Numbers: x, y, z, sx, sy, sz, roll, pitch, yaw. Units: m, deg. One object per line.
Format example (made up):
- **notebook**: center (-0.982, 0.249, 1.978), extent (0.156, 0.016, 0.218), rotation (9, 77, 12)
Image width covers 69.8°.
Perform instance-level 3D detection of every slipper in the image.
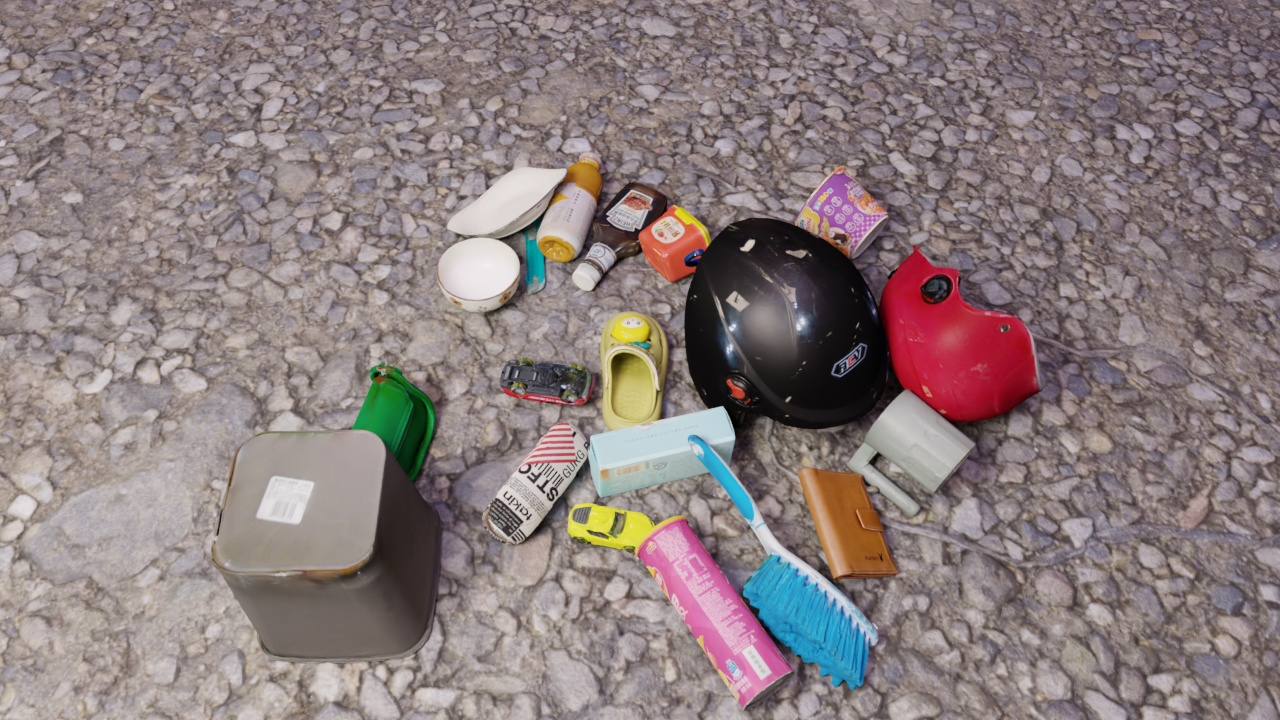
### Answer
- **slipper**: center (-0.007, 0.007, 1.187), extent (0.091, 0.082, 0.190), rotation (3, 58, -3)

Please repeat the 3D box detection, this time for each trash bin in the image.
- **trash bin**: center (-0.330, 0.192, 0.970), extent (0.198, 0.220, 0.198), rotation (-1, 57, -2)

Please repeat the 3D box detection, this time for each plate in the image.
- **plate**: center (-0.189, -0.223, 1.335), extent (0.163, 0.034, 0.164), rotation (-45, 35, -22)

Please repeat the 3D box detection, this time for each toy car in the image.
- **toy car**: center (-0.034, 0.195, 1.086), extent (0.105, 0.032, 0.048), rotation (11, 56, 4)
- **toy car**: center (-0.120, 0.030, 1.189), extent (0.120, 0.045, 0.052), rotation (7, 58, 10)

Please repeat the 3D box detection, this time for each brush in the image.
- **brush**: center (0.143, 0.220, 1.027), extent (0.314, 0.061, 0.109), rotation (42, 56, 7)

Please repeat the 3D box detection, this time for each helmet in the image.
- **helmet**: center (0.378, -0.020, 1.155), extent (0.144, 0.207, 0.240), rotation (-42, 57, 7)
- **helmet**: center (0.177, -0.044, 1.133), extent (0.233, 0.230, 0.275), rotation (-34, 48, -20)

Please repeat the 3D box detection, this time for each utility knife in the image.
- **utility knife**: center (-0.160, -0.186, 1.354), extent (0.029, 0.013, 0.221), rotation (-5, 56, -5)

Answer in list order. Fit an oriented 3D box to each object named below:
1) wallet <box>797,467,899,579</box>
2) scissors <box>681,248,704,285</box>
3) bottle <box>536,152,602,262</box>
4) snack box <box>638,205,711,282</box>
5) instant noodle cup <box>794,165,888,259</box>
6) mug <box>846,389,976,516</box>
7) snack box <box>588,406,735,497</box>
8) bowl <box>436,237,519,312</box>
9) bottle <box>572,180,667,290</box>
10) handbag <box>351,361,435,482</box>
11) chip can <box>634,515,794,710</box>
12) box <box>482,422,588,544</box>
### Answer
- **wallet**: center (0.246, 0.191, 1.075), extent (0.119, 0.035, 0.130), rotation (7, 54, -36)
- **scissors**: center (0.105, -0.139, 1.243), extent (0.163, 0.175, 0.012), rotation (-28, 80, 27)
- **bottle**: center (-0.098, -0.231, 1.354), extent (0.068, 0.068, 0.189), rotation (12, 56, 7)
- **snack box**: center (0.050, -0.162, 1.303), extent (0.080, 0.082, 0.091), rotation (-33, 46, -9)
- **instant noodle cup**: center (0.295, -0.207, 1.328), extent (0.111, 0.112, 0.099), rotation (-39, 73, -24)
- **mug**: center (0.326, 0.114, 1.111), extent (0.103, 0.124, 0.083), rotation (40, 22, 21)
- **snack box**: center (0.026, 0.112, 1.118), extent (0.174, 0.074, 0.051), rotation (-12, 57, -9)
- **bowl**: center (-0.222, -0.109, 1.271), extent (0.113, 0.062, 0.113), rotation (1, 55, -2)
- **bottle**: center (-0.034, -0.179, 1.336), extent (0.080, 0.044, 0.194), rotation (27, 60, 14)
- **handbag**: center (-0.304, 0.082, 1.105), extent (0.068, 0.120, 0.131), rotation (6, 57, 10)
- **chip can**: center (0.079, 0.275, 1.011), extent (0.071, 0.071, 0.210), rotation (-27, 61, -19)
- **box**: center (-0.127, 0.152, 1.112), extent (0.075, 0.081, 0.163), rotation (42, 58, -12)
